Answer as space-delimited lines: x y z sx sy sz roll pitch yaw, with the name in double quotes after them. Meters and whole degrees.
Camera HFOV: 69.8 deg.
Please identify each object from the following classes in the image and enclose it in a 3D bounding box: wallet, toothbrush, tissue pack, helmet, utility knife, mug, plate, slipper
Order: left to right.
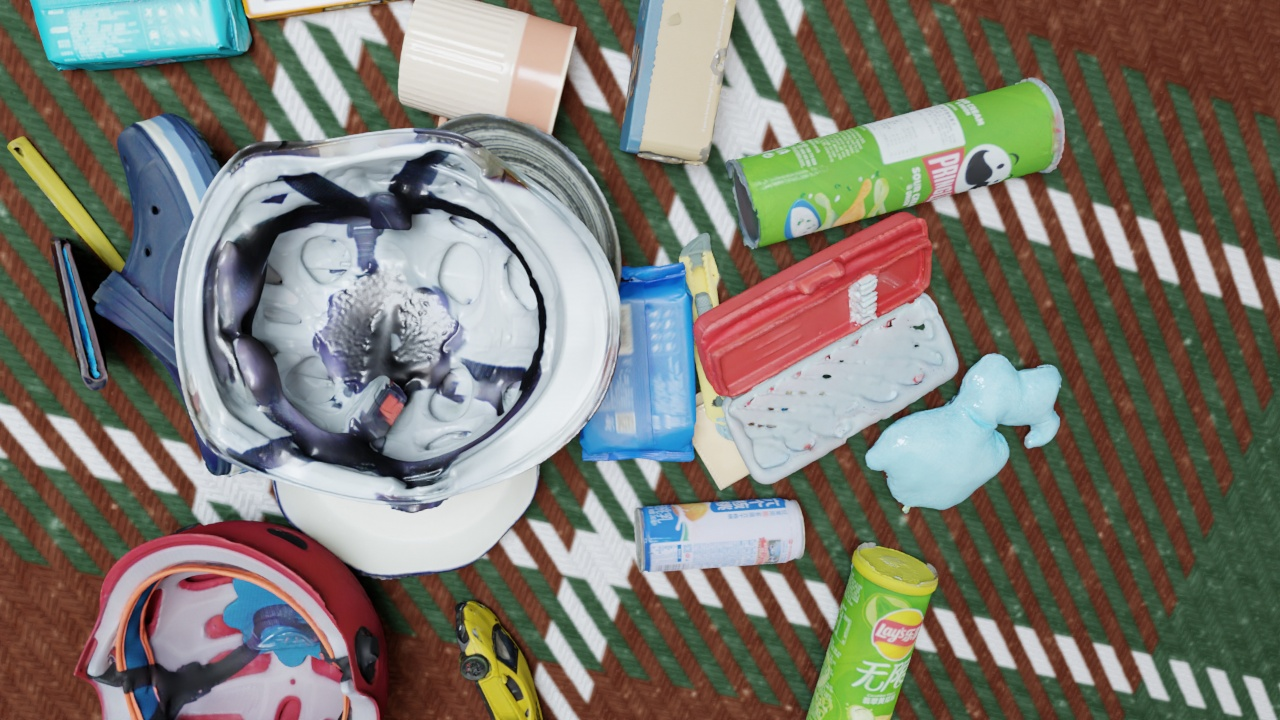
-0.382 -0.036 0.624 0.020 0.122 0.096 -17 107 -30 "wallet"
-0.387 -0.076 0.664 0.016 0.016 0.190 -32 106 1 "toothbrush"
-0.337 -0.245 0.608 0.133 0.050 0.093 -6 107 -5 "tissue pack"
-0.318 -0.036 0.625 0.095 0.105 0.253 -20 114 -37 "slipper"
-0.285 0.215 0.687 0.207 0.143 0.240 0 103 4 "helmet"
-0.181 0.067 0.711 0.205 0.045 0.205 -2 106 -6 "plate"
-0.151 -0.022 0.595 0.258 0.146 0.229 0 87 -12 "helmet"
-0.108 -0.189 0.639 0.106 0.081 0.115 14 128 -8 "mug"
-0.090 -0.090 0.655 0.179 0.024 0.180 14 124 21 "plate"
-0.004 0.004 0.708 0.095 0.052 0.157 -3 102 2 "tissue pack"
0.056 -0.016 0.722 0.031 0.018 0.167 -10 100 10 "utility knife"
0.094 0.043 0.748 0.115 0.024 0.087 -30 103 4 "wallet"

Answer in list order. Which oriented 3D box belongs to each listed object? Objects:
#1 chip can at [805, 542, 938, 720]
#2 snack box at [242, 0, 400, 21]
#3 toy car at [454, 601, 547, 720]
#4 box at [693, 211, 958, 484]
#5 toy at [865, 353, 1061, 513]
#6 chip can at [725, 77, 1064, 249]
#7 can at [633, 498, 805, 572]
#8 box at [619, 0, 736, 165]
0.191 0.273 0.794 0.072 0.072 0.221 11 103 -9 "chip can"
-0.199 -0.282 0.626 0.153 0.026 0.075 -10 105 -4 "snack box"
-0.113 0.267 0.758 0.041 0.071 0.156 -21 105 0 "toy car"
0.148 -0.011 0.712 0.201 0.059 0.161 -28 116 -10 "box"
0.267 0.066 0.760 0.161 0.049 0.156 11 108 -15 "toy"
0.186 -0.146 0.683 0.236 0.072 0.072 -15 106 -2 "chip can"
0.064 0.143 0.755 0.134 0.053 0.053 -3 105 -6 "can"
0.028 -0.230 0.635 0.062 0.089 0.184 6 102 -7 "box"
